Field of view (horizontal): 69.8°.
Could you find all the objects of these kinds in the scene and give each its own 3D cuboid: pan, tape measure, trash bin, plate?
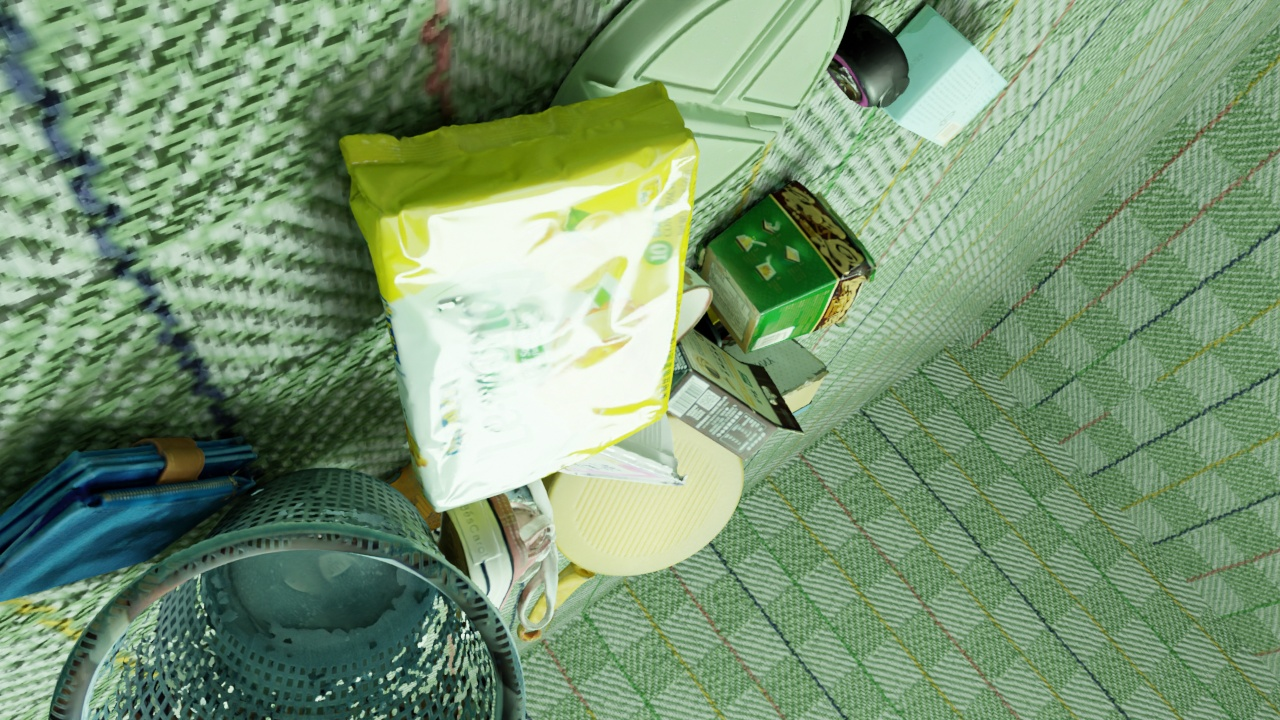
[{"bbox_3d":[-0.038,0.173,0.896,0.197,0.078,0.358,16,115,-26],"label":"pan"},{"bbox_3d":[0.146,-0.196,0.606,0.039,0.057,0.058,-40,131,4],"label":"tape measure"},{"bbox_3d":[-0.195,0.164,0.546,0.226,0.226,0.195,-37,-159,-4],"label":"trash bin"},{"bbox_3d":[0.035,-0.151,0.541,0.230,0.027,0.230,-34,164,-12],"label":"plate"}]

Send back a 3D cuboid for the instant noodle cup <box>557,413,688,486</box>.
[{"bbox_3d":[-0.055,0.045,0.685,0.138,0.060,0.173,0,163,39],"label":"instant noodle cup"}]

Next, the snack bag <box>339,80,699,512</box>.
[{"bbox_3d":[-0.058,-0.027,0.484,0.157,0.068,0.247,-19,141,-20],"label":"snack bag"}]

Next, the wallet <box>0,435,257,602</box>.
[{"bbox_3d":[-0.274,0.080,0.475,0.106,0.040,0.133,-38,173,7],"label":"wallet"}]

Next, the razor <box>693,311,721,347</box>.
[{"bbox_3d":[-0.005,0.005,0.864,0.167,0.062,0.067,-33,-164,-1],"label":"razor"}]

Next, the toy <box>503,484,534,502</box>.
[{"bbox_3d":[-0.040,0.102,0.965,0.138,0.091,0.355,4,-173,32],"label":"toy"}]

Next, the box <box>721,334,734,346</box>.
[{"bbox_3d":[0.067,0.003,0.997,0.164,0.060,0.072,-38,144,3],"label":"box"}]

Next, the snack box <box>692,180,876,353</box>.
[{"bbox_3d":[0.117,-0.071,0.795,0.105,0.117,0.118,-29,160,-15],"label":"snack box"}]

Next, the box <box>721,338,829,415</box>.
[{"bbox_3d":[0.117,0.024,0.949,0.183,0.090,0.062,-17,143,-44],"label":"box"}]

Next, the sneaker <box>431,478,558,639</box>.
[{"bbox_3d":[-0.104,0.144,0.679,0.087,0.118,0.242,-16,163,-22],"label":"sneaker"}]

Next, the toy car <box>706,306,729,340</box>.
[{"bbox_3d":[0.077,-0.040,0.920,0.156,0.041,0.071,-39,165,17],"label":"toy car"}]

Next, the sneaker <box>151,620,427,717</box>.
[{"bbox_3d":[-0.309,0.275,0.832,0.242,0.090,0.090,-25,161,-15],"label":"sneaker"}]

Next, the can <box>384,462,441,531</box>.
[{"bbox_3d":[-0.217,0.141,0.744,0.146,0.058,0.058,-37,165,-5],"label":"can"}]

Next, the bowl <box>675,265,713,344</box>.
[{"bbox_3d":[-0.007,-0.039,0.698,0.113,0.062,0.114,-35,163,-13],"label":"bowl"}]

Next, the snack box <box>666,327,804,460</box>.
[{"bbox_3d":[0.064,0.021,0.787,0.125,0.113,0.053,35,108,-27],"label":"snack box"}]

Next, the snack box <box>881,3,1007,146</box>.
[{"bbox_3d":[0.240,-0.225,0.743,0.074,0.051,0.174,-47,163,25],"label":"snack box"}]
